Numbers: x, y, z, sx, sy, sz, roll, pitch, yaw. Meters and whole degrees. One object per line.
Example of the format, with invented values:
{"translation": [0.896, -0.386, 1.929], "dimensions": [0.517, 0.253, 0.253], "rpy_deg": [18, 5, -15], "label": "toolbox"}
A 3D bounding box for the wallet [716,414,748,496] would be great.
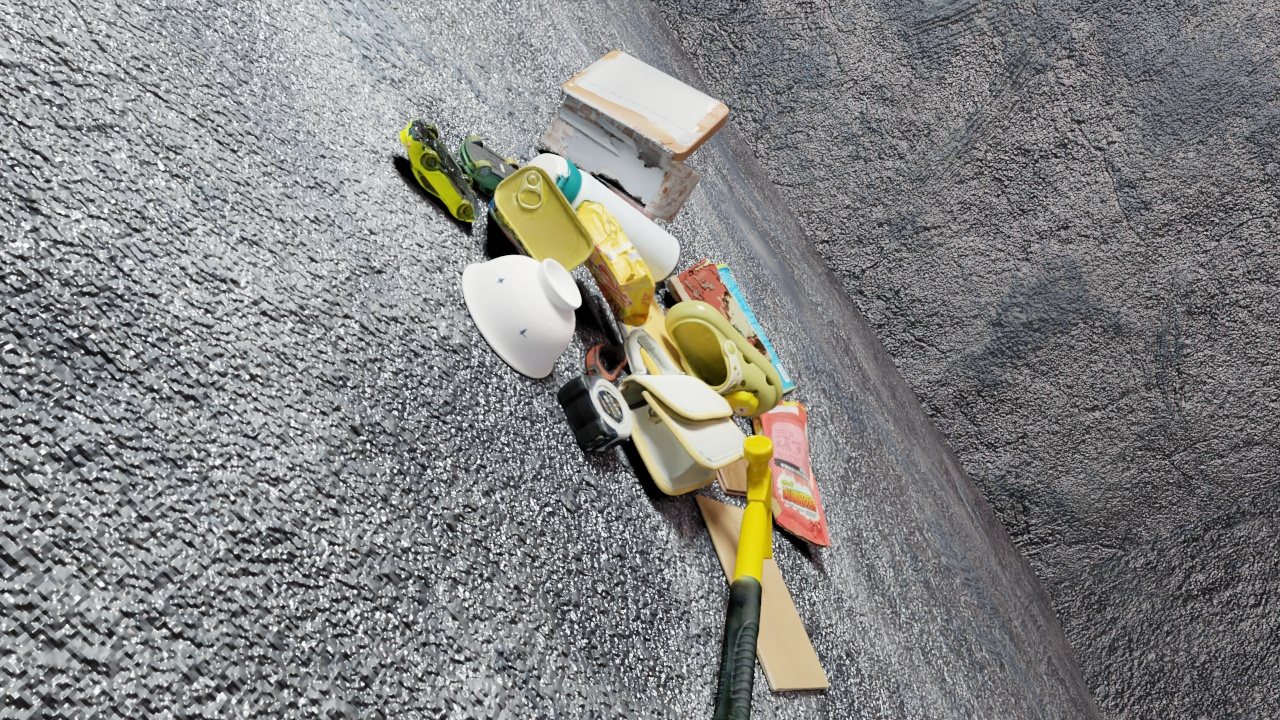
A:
{"translation": [0.102, 0.108, 1.097], "dimensions": [0.101, 0.020, 0.115], "rpy_deg": [18, 46, -59], "label": "wallet"}

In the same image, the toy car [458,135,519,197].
{"translation": [-0.147, -0.187, 0.915], "dimensions": [0.091, 0.036, 0.043], "rpy_deg": [30, 34, -54], "label": "toy car"}

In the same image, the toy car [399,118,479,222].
{"translation": [-0.178, -0.165, 0.816], "dimensions": [0.105, 0.032, 0.048], "rpy_deg": [55, 16, -44], "label": "toy car"}

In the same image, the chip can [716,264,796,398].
{"translation": [0.144, -0.033, 1.334], "dimensions": [0.210, 0.071, 0.071], "rpy_deg": [62, 20, 9], "label": "chip can"}

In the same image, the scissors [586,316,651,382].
{"translation": [-0.007, 0.006, 0.980], "dimensions": [0.189, 0.015, 0.224], "rpy_deg": [56, 22, -9], "label": "scissors"}

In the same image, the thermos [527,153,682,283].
{"translation": [-0.045, -0.165, 1.072], "dimensions": [0.224, 0.073, 0.073], "rpy_deg": [29, 34, -45], "label": "thermos"}

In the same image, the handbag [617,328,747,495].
{"translation": [0.034, 0.040, 0.930], "dimensions": [0.178, 0.063, 0.163], "rpy_deg": [60, 19, 12], "label": "handbag"}

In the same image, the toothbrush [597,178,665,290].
{"translation": [-0.015, -0.174, 1.257], "dimensions": [0.014, 0.016, 0.189], "rpy_deg": [0, 57, -61], "label": "toothbrush"}

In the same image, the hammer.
{"translation": [0.097, 0.208, 0.836], "dimensions": [0.299, 0.033, 0.129], "rpy_deg": [-72, 159, -54], "label": "hammer"}

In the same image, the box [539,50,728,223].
{"translation": [-0.003, -0.292, 1.140], "dimensions": [0.182, 0.166, 0.150], "rpy_deg": [35, 10, 11], "label": "box"}

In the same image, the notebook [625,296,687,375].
{"translation": [0.012, -0.037, 1.111], "dimensions": [0.206, 0.010, 0.145], "rpy_deg": [61, 20, 10], "label": "notebook"}

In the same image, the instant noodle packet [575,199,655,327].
{"translation": [-0.027, -0.095, 0.933], "dimensions": [0.110, 0.044, 0.128], "rpy_deg": [54, -10, 12], "label": "instant noodle packet"}

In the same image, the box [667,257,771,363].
{"translation": [0.112, -0.054, 1.238], "dimensions": [0.168, 0.078, 0.091], "rpy_deg": [59, -3, 4], "label": "box"}

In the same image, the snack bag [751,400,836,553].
{"translation": [0.200, 0.147, 1.213], "dimensions": [0.128, 0.073, 0.207], "rpy_deg": [39, 32, -33], "label": "snack bag"}

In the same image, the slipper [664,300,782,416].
{"translation": [0.093, 0.012, 1.114], "dimensions": [0.190, 0.092, 0.081], "rpy_deg": [48, 46, -25], "label": "slipper"}

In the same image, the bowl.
{"translation": [-0.091, -0.050, 0.800], "dimensions": [0.118, 0.065, 0.118], "rpy_deg": [48, 22, -27], "label": "bowl"}

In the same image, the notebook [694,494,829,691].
{"translation": [0.128, 0.244, 0.965], "dimensions": [0.147, 0.008, 0.207], "rpy_deg": [27, 35, -54], "label": "notebook"}

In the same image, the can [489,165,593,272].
{"translation": [-0.097, -0.128, 0.873], "dimensions": [0.102, 0.057, 0.083], "rpy_deg": [54, -10, -10], "label": "can"}

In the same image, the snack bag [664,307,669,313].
{"translation": [0.068, -0.026, 1.194], "dimensions": [0.104, 0.026, 0.048], "rpy_deg": [55, 2, -30], "label": "snack bag"}

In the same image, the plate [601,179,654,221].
{"translation": [-0.028, -0.290, 1.345], "dimensions": [0.192, 0.039, 0.192], "rpy_deg": [49, 18, -23], "label": "plate"}

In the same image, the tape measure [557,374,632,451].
{"translation": [-0.038, 0.049, 0.826], "dimensions": [0.066, 0.034, 0.065], "rpy_deg": [14, 49, -60], "label": "tape measure"}
